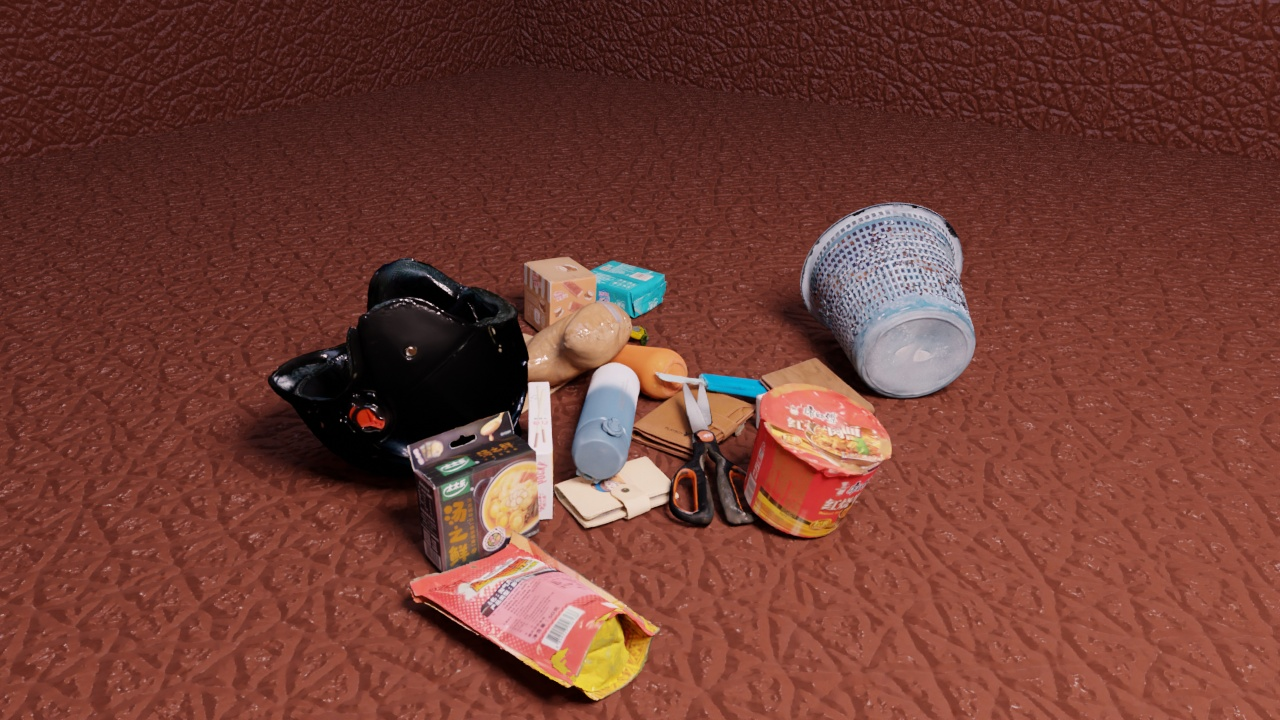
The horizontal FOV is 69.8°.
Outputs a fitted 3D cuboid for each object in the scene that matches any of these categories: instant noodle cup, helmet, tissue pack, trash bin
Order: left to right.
[{"bbox_3d":[-0.254,0.020,1.015,0.274,0.230,0.233,-21,19,-4],"label":"helmet"},{"bbox_3d":[-0.033,-0.115,1.471,0.134,0.050,0.093,19,34,34],"label":"tissue pack"},{"bbox_3d":[0.172,0.106,0.945,0.138,0.109,0.137,11,34,-8],"label":"instant noodle cup"},{"bbox_3d":[0.341,-0.064,1.222,0.226,0.227,0.194,-1,40,-1],"label":"trash bin"}]

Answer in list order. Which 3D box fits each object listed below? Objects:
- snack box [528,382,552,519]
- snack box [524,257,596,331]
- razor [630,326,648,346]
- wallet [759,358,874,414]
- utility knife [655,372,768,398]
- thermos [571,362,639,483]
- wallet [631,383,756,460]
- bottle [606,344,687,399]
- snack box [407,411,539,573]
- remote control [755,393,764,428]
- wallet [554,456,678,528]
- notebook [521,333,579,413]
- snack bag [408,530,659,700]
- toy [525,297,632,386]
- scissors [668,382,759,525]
[{"bbox_3d":[-0.111,0.096,1.015,0.027,0.085,0.156,-1,27,-7],"label":"snack box"},{"bbox_3d":[-0.121,-0.094,1.377,0.077,0.094,0.093,-11,29,-28],"label":"snack box"},{"bbox_3d":[-0.056,-0.037,1.338,0.132,0.028,0.043,-2,30,-9],"label":"razor"},{"bbox_3d":[0.222,0.044,1.160,0.101,0.020,0.115,-18,49,-32],"label":"wallet"},{"bbox_3d":[0.117,0.032,1.167,0.203,0.018,0.034,9,30,-13],"label":"utility knife"},{"bbox_3d":[-0.037,0.068,1.063,0.070,0.070,0.220,1,19,3],"label":"thermos"},{"bbox_3d":[0.065,0.075,1.121,0.108,0.031,0.131,18,33,34],"label":"wallet"},{"bbox_3d":[-0.007,0.007,1.225,0.066,0.067,0.150,-24,28,-38],"label":"bottle"},{"bbox_3d":[-0.161,0.130,0.904,0.113,0.126,0.053,-20,33,-34],"label":"snack box"},{"bbox_3d":[0.175,0.086,1.076,0.024,0.049,0.125,-16,30,-23],"label":"remote control"},{"bbox_3d":[-0.024,0.142,0.994,0.115,0.024,0.087,-13,31,-26],"label":"wallet"},{"bbox_3d":[-0.169,0.019,1.254,0.148,0.008,0.207,15,31,28],"label":"notebook"},{"bbox_3d":[-0.094,0.217,0.810,0.208,0.073,0.128,17,27,40],"label":"snack bag"},{"bbox_3d":[-0.113,-0.008,1.196,0.227,0.082,0.143,-25,-10,28],"label":"toy"},{"bbox_3d":[0.060,0.097,1.028,0.160,0.022,0.234,-15,44,-26],"label":"scissors"}]
